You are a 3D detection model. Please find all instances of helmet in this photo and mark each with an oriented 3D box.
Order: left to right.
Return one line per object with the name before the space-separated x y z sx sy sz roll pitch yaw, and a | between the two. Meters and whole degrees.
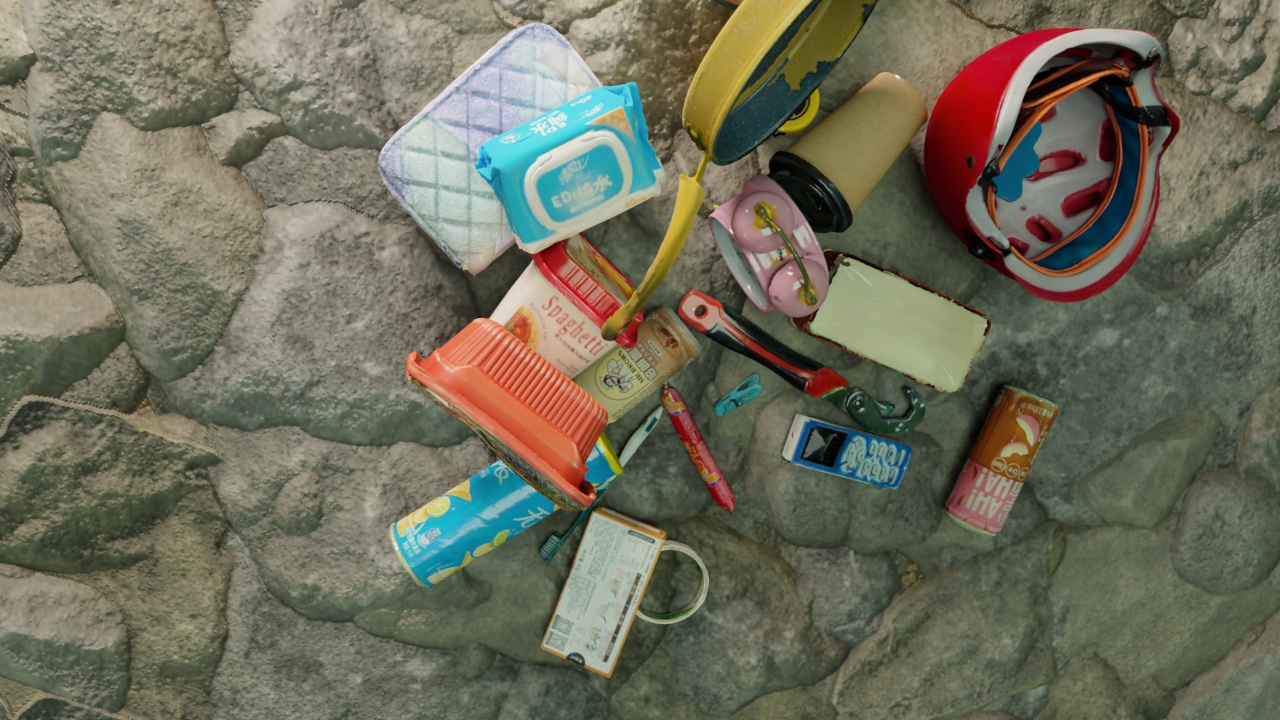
helmet | 0.345 -0.177 0.809 0.207 0.144 0.240 -36 125 -6

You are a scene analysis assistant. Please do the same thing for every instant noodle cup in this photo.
instant noodle cup | -0.098 0.031 0.707 0.164 0.189 0.079 40 83 -14
instant noodle cup | -0.075 -0.036 0.800 0.124 0.116 0.116 -42 105 15

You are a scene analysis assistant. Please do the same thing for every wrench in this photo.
wrench | 0.156 0.006 0.885 0.273 0.016 0.056 25 98 -13

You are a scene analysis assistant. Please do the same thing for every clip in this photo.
clip | 0.094 0.035 0.880 0.054 0.033 0.013 -38 103 16

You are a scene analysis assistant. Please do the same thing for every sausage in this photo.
sausage | 0.055 0.086 0.888 0.020 0.020 0.156 -29 105 -1

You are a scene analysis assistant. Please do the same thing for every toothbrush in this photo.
toothbrush | -0.039 0.118 0.884 0.018 0.016 0.192 36 96 -4

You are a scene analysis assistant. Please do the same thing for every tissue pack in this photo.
tissue pack | -0.053 -0.151 0.725 0.140 0.063 0.090 -27 126 -7

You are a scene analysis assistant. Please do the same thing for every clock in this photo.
clock | 0.112 -0.094 0.783 0.060 0.158 0.117 -31 104 -4

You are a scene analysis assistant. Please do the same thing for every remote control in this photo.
remote control | 0.205 0.091 0.908 0.125 0.024 0.049 16 100 -13

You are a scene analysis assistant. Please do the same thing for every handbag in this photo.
handbag | -0.114 -0.180 0.774 0.194 0.075 0.134 -39 110 3

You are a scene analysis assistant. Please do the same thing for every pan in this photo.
pan | 0.070 -0.169 0.711 0.078 0.197 0.357 44 95 9

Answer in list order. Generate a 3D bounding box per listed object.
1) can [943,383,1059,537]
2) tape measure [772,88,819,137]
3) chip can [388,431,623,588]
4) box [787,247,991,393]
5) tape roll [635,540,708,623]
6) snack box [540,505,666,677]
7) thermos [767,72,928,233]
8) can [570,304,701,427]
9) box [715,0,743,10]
can | 0.359 0.099 0.915 0.058 0.058 0.147 20 99 -12
tape measure | 0.130 -0.230 0.818 0.057 0.029 0.060 41 95 2
chip can | -0.123 0.126 0.844 0.210 0.071 0.071 -31 105 0
box | 0.234 -0.034 0.857 0.168 0.076 0.091 22 98 -12
tape roll | 0.025 0.222 0.917 0.085 0.014 0.086 -2 103 -7
snack box | -0.036 0.224 0.893 0.075 0.026 0.154 22 99 5
thermos | 0.183 -0.183 0.813 0.143 0.093 0.093 -47 105 -5
can | -0.005 0.005 0.840 0.116 0.058 0.058 -39 105 1
box | 0.126 -0.372 0.774 0.089 0.059 0.184 18 102 -11
